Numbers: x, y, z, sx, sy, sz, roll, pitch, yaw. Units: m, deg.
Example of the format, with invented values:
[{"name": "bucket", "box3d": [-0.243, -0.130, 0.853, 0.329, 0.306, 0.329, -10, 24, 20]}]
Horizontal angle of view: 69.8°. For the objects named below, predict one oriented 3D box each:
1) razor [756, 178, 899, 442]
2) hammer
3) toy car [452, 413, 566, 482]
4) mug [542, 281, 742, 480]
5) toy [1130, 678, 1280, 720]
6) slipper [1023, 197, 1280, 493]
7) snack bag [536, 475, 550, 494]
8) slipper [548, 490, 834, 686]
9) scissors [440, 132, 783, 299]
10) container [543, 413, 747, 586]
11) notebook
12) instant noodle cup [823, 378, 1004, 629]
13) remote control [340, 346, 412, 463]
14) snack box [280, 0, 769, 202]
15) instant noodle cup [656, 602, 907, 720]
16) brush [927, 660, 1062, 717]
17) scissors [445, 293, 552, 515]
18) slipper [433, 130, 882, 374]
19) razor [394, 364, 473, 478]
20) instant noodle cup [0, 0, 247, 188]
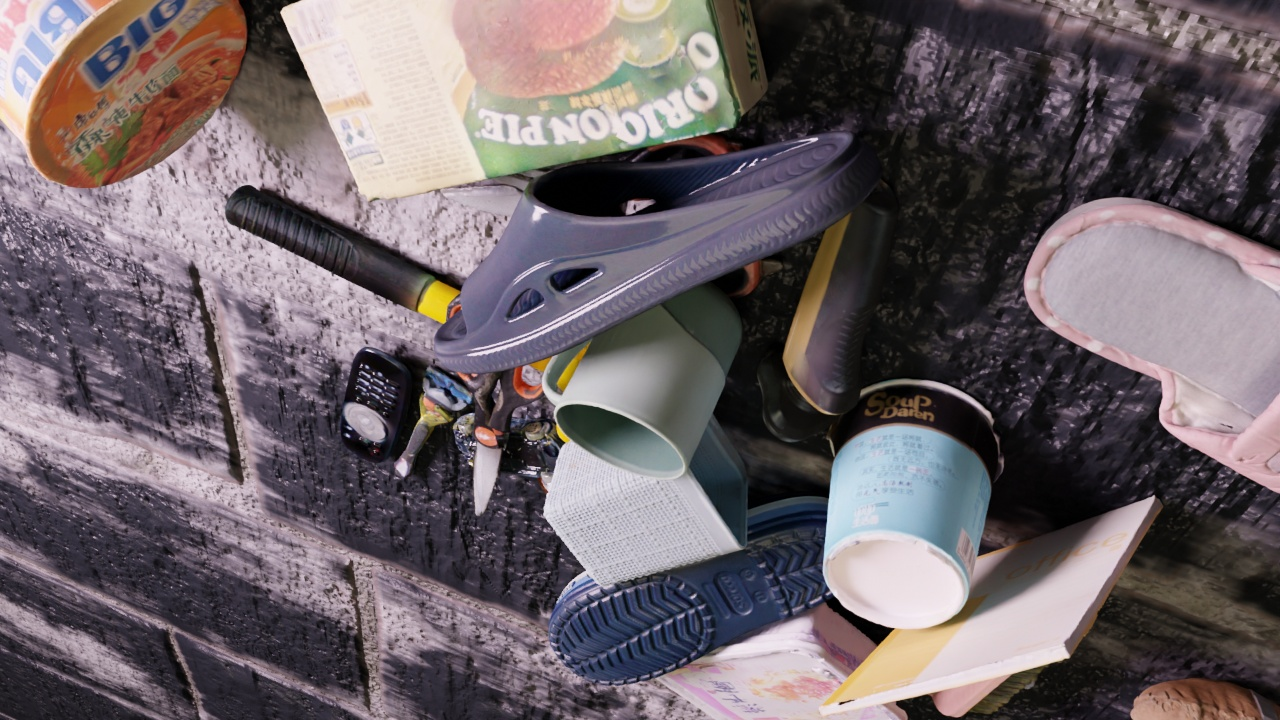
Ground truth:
[{"name": "razor", "box3d": [0.108, -0.028, 0.529, 0.067, 0.062, 0.168, 40, 136, 34]}, {"name": "hammer", "box3d": [-0.149, -0.046, 0.638, 0.301, 0.032, 0.129, 25, 133, 3]}, {"name": "toy car", "box3d": [-0.096, 0.064, 0.704, 0.106, 0.031, 0.049, 4, 128, 29]}, {"name": "mug", "box3d": [-0.003, 0.003, 0.553, 0.112, 0.106, 0.082, 9, 149, 31]}, {"name": "toy", "box3d": [0.371, 0.303, 0.661, 0.143, 0.082, 0.227, 31, 136, 5]}, {"name": "slipper", "box3d": [0.321, 0.008, 0.453, 0.274, 0.054, 0.114, 29, 133, 1]}, {"name": "snack bag", "box3d": [-0.040, 0.093, 0.708, 0.104, 0.026, 0.048, -22, 107, 36]}, {"name": "slipper", "box3d": [0.039, 0.154, 0.680, 0.253, 0.095, 0.105, -27, 115, 19]}, {"name": "scissors", "box3d": [-0.020, -0.099, 0.549, 0.215, 0.015, 0.197, -29, 111, 40]}, {"name": "container", "box3d": [0.003, 0.088, 0.622, 0.112, 0.089, 0.090, -23, 117, 21]}, {"name": "notebook", "box3d": [0.205, 0.137, 0.522, 0.146, 0.205, 0.010, -34, 80, 41]}, {"name": "instant noodle cup", "box3d": [0.157, 0.090, 0.550, 0.111, 0.120, 0.111, 13, 131, 15]}, {"name": "remote control", "box3d": [-0.211, 0.034, 0.738, 0.053, 0.024, 0.137, 28, 134, -1]}, {"name": "snack box", "box3d": [-0.063, -0.162, 0.477, 0.241, 0.063, 0.114, -5, 118, 28]}, {"name": "instant noodle cup", "box3d": [0.108, 0.239, 0.722, 0.138, 0.060, 0.174, 41, 139, -24]}, {"name": "brush", "box3d": [0.233, 0.205, 0.646, 0.073, 0.063, 0.146, 9, 139, -4]}, {"name": "scissors", "box3d": [-0.094, 0.050, 0.656, 0.125, 0.021, 0.235, 7, 130, 19]}, {"name": "slipper", "box3d": [-0.011, -0.075, 0.487, 0.269, 0.110, 0.083, -19, 111, 29]}, {"name": "razor", "box3d": [-0.178, 0.059, 0.746, 0.042, 0.022, 0.143, 35, 133, -3]}, {"name": "instant noodle cup", "box3d": [-0.326, -0.193, 0.530, 0.111, 0.151, 0.152, 42, 132, -1]}]
